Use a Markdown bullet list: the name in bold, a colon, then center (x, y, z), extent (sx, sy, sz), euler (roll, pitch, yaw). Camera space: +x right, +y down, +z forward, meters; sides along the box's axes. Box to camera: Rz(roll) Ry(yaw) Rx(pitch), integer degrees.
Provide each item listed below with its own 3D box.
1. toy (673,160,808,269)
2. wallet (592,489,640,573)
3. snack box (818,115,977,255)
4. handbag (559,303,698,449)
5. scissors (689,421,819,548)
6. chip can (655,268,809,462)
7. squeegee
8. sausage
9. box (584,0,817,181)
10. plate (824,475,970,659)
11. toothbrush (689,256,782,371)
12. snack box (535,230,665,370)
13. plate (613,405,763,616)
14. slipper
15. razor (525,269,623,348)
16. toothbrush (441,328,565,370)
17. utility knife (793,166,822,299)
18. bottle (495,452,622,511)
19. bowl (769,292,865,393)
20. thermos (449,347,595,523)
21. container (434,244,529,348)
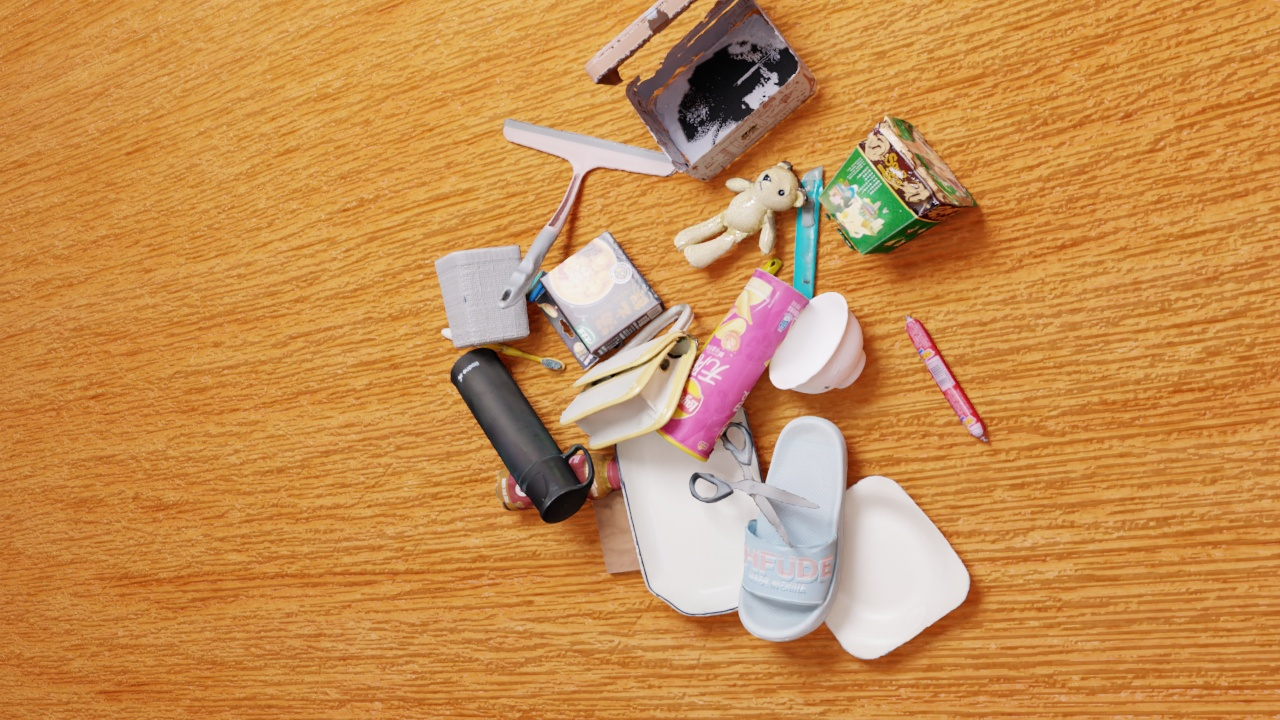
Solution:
- **toy**: center (0.109, -0.161, 1.024), extent (0.157, 0.066, 0.105), euler (-33, 61, 18)
- **wallet**: center (-0.002, 0.203, 1.114), extent (0.115, 0.020, 0.101), euler (-15, 85, 26)
- **snack box**: center (0.256, -0.171, 0.943), extent (0.106, 0.117, 0.118), euler (-42, 73, 32)
- **handbag**: center (-0.006, 0.006, 1.050), extent (0.063, 0.178, 0.164), euler (40, 145, -21)
- **scissors**: center (0.116, 0.133, 0.980), extent (0.176, 0.014, 0.159), euler (-22, 55, 37)
- **chip can**: center (0.099, 0.005, 1.004), extent (0.071, 0.071, 0.210), euler (34, 94, 19)
- **squeegee**: center (-0.108, -0.162, 1.104), extent (0.248, 0.040, 0.249), euler (18, 71, 21)
- **sausage**: center (0.319, 0.019, 0.963), extent (0.020, 0.020, 0.156), euler (-33, 79, 21)
- **box**: center (0.061, -0.315, 0.970), extent (0.183, 0.192, 0.156), euler (-38, 77, 20)
- **plate**: center (0.252, 0.221, 0.992), extent (0.164, 0.034, 0.164), euler (-41, 75, 20)
- **toothbrush**: center (0.095, -0.041, 1.038), extent (0.016, 0.016, 0.190), euler (40, 93, 14)
- **snack box**: center (-0.053, -0.071, 1.098), extent (0.125, 0.053, 0.113), euler (-37, 77, 1)
- **plate**: center (0.065, 0.158, 1.060), extent (0.162, 0.034, 0.265), euler (-15, 86, 11)
- **slipper**: center (0.163, 0.180, 0.972), extent (0.104, 0.074, 0.245), euler (11, 91, 27)
- **razor**: center (-0.078, -0.057, 1.136), extent (0.143, 0.022, 0.042), euler (35, 93, 15)
- **toothbrush**: center (-0.181, -0.015, 1.184), extent (0.191, 0.018, 0.016), euler (16, 96, 23)
- **utility knife**: center (0.186, -0.136, 1.019), extent (0.029, 0.013, 0.157), euler (5, 94, 33)
- **bottle**: center (-0.092, 0.148, 1.130), extent (0.175, 0.057, 0.057), euler (-12, 87, 24)
- **bowl**: center (0.201, -0.007, 0.983), extent (0.064, 0.118, 0.118), euler (30, 107, -20)
- **thermos**: center (-0.140, 0.081, 1.111), extent (0.090, 0.068, 0.242), euler (-37, 58, -4)
- **container**: center (-0.193, -0.077, 1.139), extent (0.090, 0.090, 0.114), euler (-6, 94, 61)
